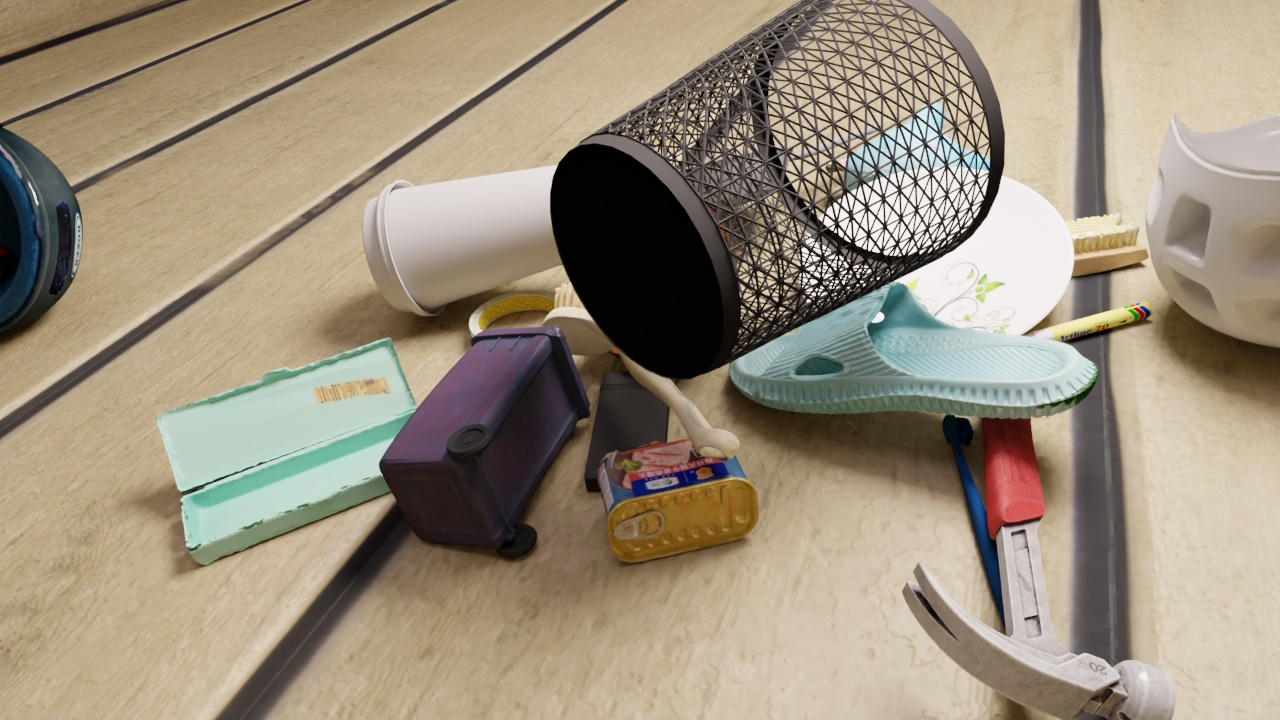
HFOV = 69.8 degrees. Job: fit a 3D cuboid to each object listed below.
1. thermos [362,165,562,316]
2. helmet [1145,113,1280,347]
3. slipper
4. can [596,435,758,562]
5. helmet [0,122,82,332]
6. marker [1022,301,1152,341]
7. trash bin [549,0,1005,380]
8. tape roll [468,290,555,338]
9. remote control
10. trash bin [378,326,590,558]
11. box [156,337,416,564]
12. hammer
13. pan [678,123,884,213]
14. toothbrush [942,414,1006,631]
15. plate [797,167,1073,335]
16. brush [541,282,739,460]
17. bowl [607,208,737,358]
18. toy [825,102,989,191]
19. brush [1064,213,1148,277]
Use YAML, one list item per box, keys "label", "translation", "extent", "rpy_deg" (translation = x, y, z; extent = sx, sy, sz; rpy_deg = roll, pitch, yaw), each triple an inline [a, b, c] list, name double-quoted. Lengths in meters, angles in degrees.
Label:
- label: "thermos"
  translation: [-0.134, -0.123, 0.862]
  extent: [0.222, 0.132, 0.131]
  rpy_deg: [-12, 33, 12]
- label: "helmet"
  translation: [0.531, -0.115, 0.691]
  extent: [0.282, 0.184, 0.224]
  rpy_deg: [-22, 41, -8]
- label: "slipper"
  translation: [0.180, -0.008, 0.667]
  extent: [0.277, 0.069, 0.115]
  rpy_deg: [3, 30, 39]
- label: "can"
  translation: [0.022, 0.089, 0.610]
  extent: [0.099, 0.054, 0.059]
  rpy_deg: [-11, 33, -6]
- label: "helmet"
  translation: [-0.693, -0.133, 0.919]
  extent: [0.317, 0.249, 0.235]
  rpy_deg: [18, 12, 34]
- label: "marker"
  translation: [0.357, -0.026, 0.749]
  extent: [0.132, 0.014, 0.014]
  rpy_deg: [-14, 34, -10]
- label: "trash bin"
  translation: [0.083, -0.115, 0.630]
  extent: [0.242, 0.217, 0.217]
  rpy_deg: [-32, 41, -29]
- label: "tape roll"
  translation: [-0.111, -0.035, 0.851]
  extent: [0.094, 0.019, 0.093]
  rpy_deg: [-6, 33, 4]
- label: "remote control"
  translation: [-0.007, 0.051, 0.708]
  extent: [0.058, 0.013, 0.133]
  rpy_deg: [-2, 34, 8]
- label: "trash bin"
  translation: [-0.103, 0.050, 0.660]
  extent: [0.092, 0.094, 0.160]
  rpy_deg: [-2, 35, 25]
- label: "box"
  translation: [-0.259, 0.066, 0.702]
  extent: [0.186, 0.057, 0.138]
  rpy_deg: [-19, 53, -18]
- label: "hammer"
  translation: [0.233, 0.082, 0.577]
  extent: [0.126, 0.036, 0.314]
  rpy_deg: [19, 34, 6]
- label: "pan"
  translation: [0.127, -0.198, 0.969]
  extent: [0.355, 0.051, 0.201]
  rpy_deg: [-17, 4, -25]
- label: "toothbrush"
  translation: [0.221, 0.096, 0.593]
  extent: [0.017, 0.016, 0.189]
  rpy_deg: [9, 35, 0]
- label: "plate"
  translation: [0.257, -0.083, 0.815]
  extent: [0.230, 0.030, 0.228]
  rpy_deg: [-10, 50, 12]
- label: "brush"
  translation: [-0.004, 0.004, 0.676]
  extent: [0.062, 0.077, 0.272]
  rpy_deg: [20, 10, -33]
- label: "bowl"
  translation: [0.033, -0.056, 0.794]
  extent: [0.148, 0.069, 0.147]
  rpy_deg: [-26, 48, 33]
- label: "toy"
  translation: [0.300, -0.208, 0.955]
  extent: [0.180, 0.115, 0.184]
  rpy_deg: [-19, 24, -34]
- label: "brush"
  translation: [0.396, -0.105, 0.836]
  extent: [0.117, 0.039, 0.049]
  rpy_deg: [-10, 35, -1]
